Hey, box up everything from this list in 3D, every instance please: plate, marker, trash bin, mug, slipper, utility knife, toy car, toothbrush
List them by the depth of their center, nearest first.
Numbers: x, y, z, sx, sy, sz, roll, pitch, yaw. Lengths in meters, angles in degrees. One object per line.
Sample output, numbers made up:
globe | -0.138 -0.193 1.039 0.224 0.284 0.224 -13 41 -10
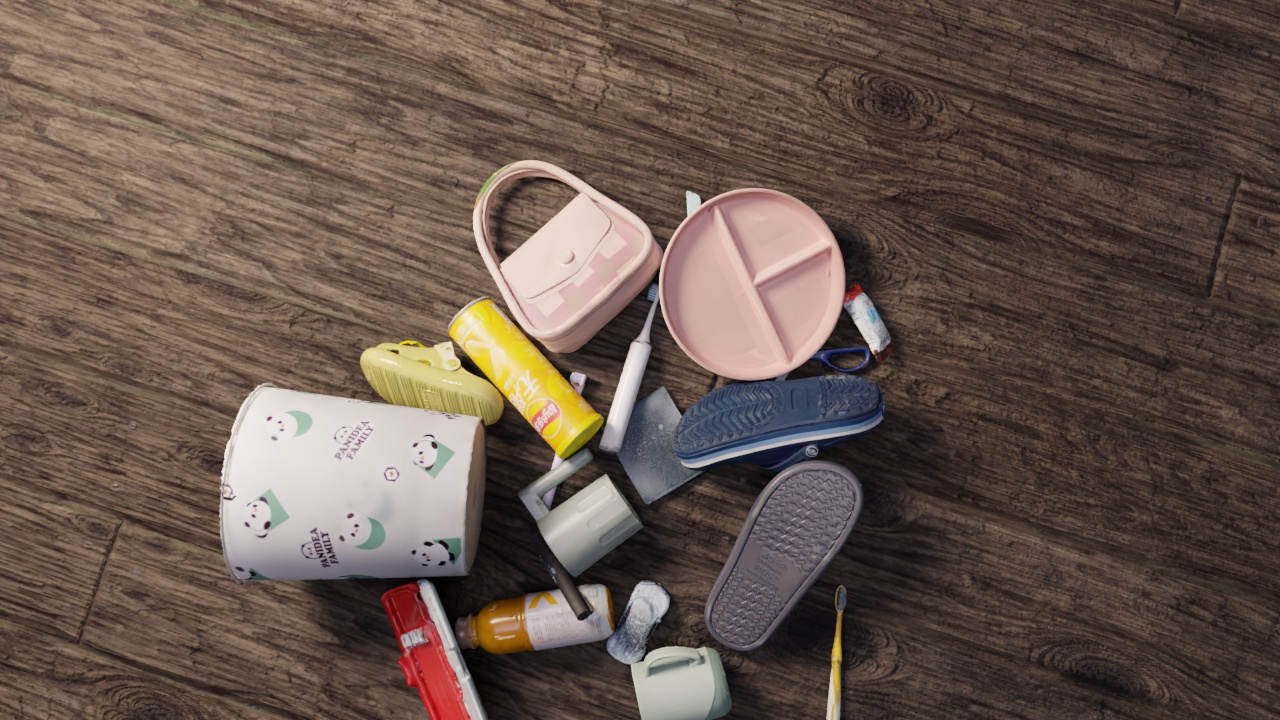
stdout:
trash bin | -0.314 0.148 1.057 0.252 0.229 0.229 4 87 -3
mug | 0.047 0.379 1.083 0.106 0.082 0.112 -13 120 -1
marker | -0.095 0.256 1.099 0.022 0.020 0.132 -14 42 -27
slipper | 0.166 0.082 1.104 0.253 0.105 0.095 -13 122 9
slipper | 0.167 0.226 1.106 0.111 0.083 0.268 32 106 8
plate | 0.134 -0.091 1.108 0.229 0.028 0.229 -1 98 -8
mug | -0.072 0.181 1.108 0.103 0.084 0.124 -35 86 -2
toothbrush | 0.240 0.370 1.117 0.016 0.018 0.191 4 87 4
toy car | -0.002 0.321 1.123 0.049 0.031 0.105 27 87 3
slipper | -0.249 0.022 1.133 0.190 0.092 0.081 17 47 12
toothbrush | -0.007 0.007 1.135 0.026 0.027 0.220 14 78 13
toothbrush | -0.099 0.108 1.145 0.021 0.029 0.189 16 88 -35
utility knife | 0.071 -0.120 1.153 0.034 0.018 0.191 -4 85 2

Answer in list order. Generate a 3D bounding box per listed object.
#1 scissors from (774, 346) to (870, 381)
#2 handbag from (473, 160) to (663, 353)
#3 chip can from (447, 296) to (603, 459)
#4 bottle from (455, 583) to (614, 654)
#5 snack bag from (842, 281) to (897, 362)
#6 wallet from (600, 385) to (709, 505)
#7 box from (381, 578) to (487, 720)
scissors | 0.204 -0.017 1.145 0.162 0.012 0.176 17 89 4
handbag | -0.106 -0.145 1.136 0.193 0.093 0.234 -41 79 -2
chip can | -0.140 0.019 1.112 0.072 0.072 0.213 -43 79 -1
bottle | -0.127 0.316 1.109 0.189 0.068 0.068 -9 86 2
snack bag | 0.282 -0.048 1.135 0.045 0.026 0.105 -26 83 -39
wallet | 0.019 0.107 1.142 0.097 0.019 0.121 -30 88 -1
box | -0.233 0.355 1.083 0.060 0.161 0.201 -21 86 -38
